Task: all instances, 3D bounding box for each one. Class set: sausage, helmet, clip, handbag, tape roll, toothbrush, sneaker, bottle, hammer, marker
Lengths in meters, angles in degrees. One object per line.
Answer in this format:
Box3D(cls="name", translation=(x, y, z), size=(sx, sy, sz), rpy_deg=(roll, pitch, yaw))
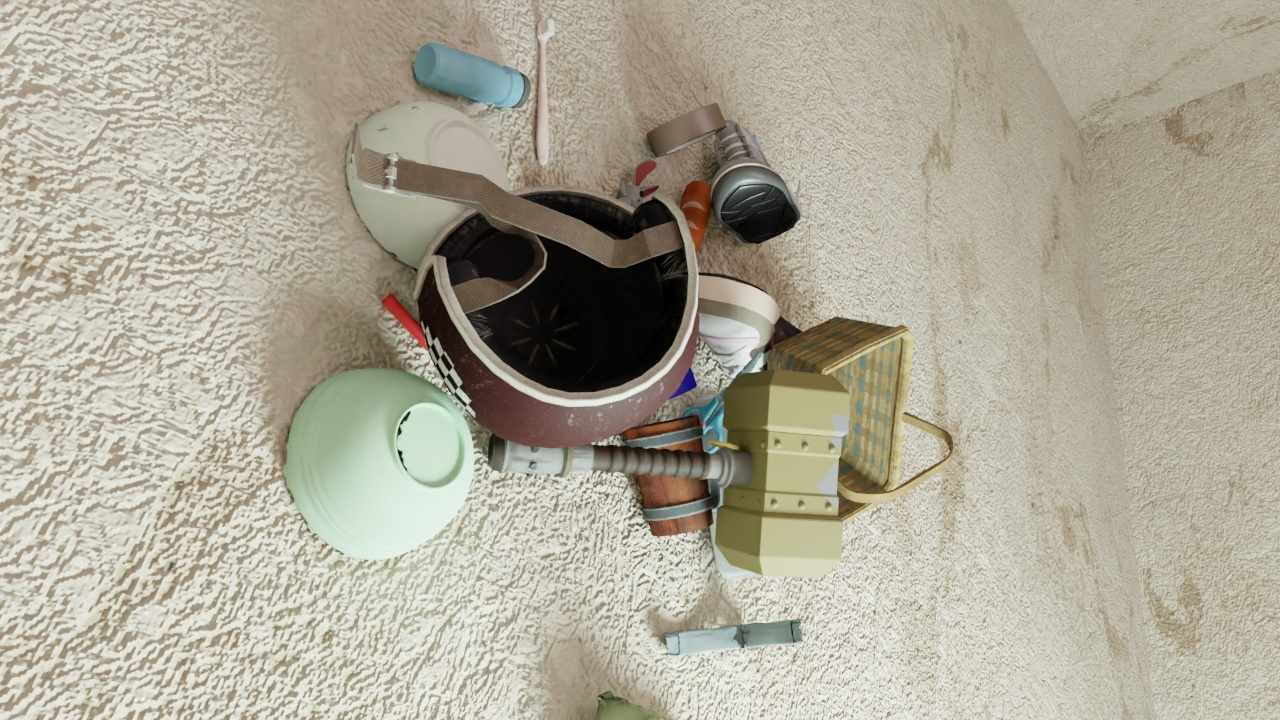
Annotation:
Box3D(cls="sausage", translation=(0.056, -0.155, 1.105), size=(0.044, 0.039, 0.163), rpy_deg=(61, 36, -39))
Box3D(cls="helmet", translation=(-0.071, -0.048, 0.719), size=(0.233, 0.254, 0.233), rpy_deg=(-19, 82, -16))
Box3D(cls="clip", translation=(0.121, 0.280, 0.932), size=(0.168, 0.165, 0.031), rpy_deg=(13, 67, -51))
Box3D(cls="handbag", translation=(0.028, 0.372, 0.810), size=(0.186, 0.117, 0.113), rpy_deg=(38, 50, -34))
Box3D(cls="tape roll", translation=(0.055, -0.277, 1.108), size=(0.093, 0.094, 0.030), rpy_deg=(-32, 102, -51))
Box3D(cls="toothbrush", translation=(-0.102, -0.290, 0.984), size=(0.015, 0.018, 0.181), rpy_deg=(19, 63, -45))
Box3D(cls="sneaker", translation=(0.124, -0.243, 1.146), size=(0.160, 0.093, 0.256), rpy_deg=(69, 15, 11))
Box3D(cls="bottle", translation=(-0.157, -0.274, 0.892), size=(0.129, 0.040, 0.040), rpy_deg=(-1, 77, -51))
Box3D(cls="hammer", translation=(0.022, 0.096, 0.851), size=(0.324, 0.101, 0.190), rpy_deg=(6, 84, -18))
Box3D(cls="sneaker", translation=(0.123, -0.002, 1.092), size=(0.293, 0.112, 0.116), rpy_deg=(34, 70, -45))
Box3D(cls="marker", translation=(-0.172, -0.001, 0.793), size=(0.142, 0.013, 0.012), rpy_deg=(52, 43, -24))

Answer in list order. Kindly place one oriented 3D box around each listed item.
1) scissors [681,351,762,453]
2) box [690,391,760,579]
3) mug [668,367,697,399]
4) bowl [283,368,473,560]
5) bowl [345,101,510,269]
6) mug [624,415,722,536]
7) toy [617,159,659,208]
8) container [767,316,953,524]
Box3D(cls="scissors", translation=(0.091, 0.044, 1.010), size=(0.055, 0.136, 0.015), rpy_deg=(40, 13, 22))
Box3D(cls="box", translation=(0.127, 0.134, 1.032), size=(0.129, 0.106, 0.210), rpy_deg=(1, 76, -54))
Box3D(cls="mug", translation=(-0.006, 0.006, 0.950), size=(0.111, 0.079, 0.083), rpy_deg=(-21, 94, -24))
Box3D(cls="bowl", translation=(-0.183, 0.072, 0.700), size=(0.150, 0.077, 0.150), rpy_deg=(24, 58, -45))
Box3D(cls="bowl", translation=(-0.172, -0.160, 0.804), size=(0.153, 0.073, 0.153), rpy_deg=(20, 62, -44))
Box3D(cls="mug", translation=(0.044, 0.117, 0.958), size=(0.117, 0.082, 0.111), rpy_deg=(-9, 87, -52))
Box3D(cls="toy", translation=(-0.011, -0.186, 1.044), size=(0.111, 0.030, 0.049), rpy_deg=(-55, 148, -42))
Box3D(cls="container", translation=(0.250, 0.089, 1.055), size=(0.157, 0.186, 0.250), rpy_deg=(-24, 128, -26))
